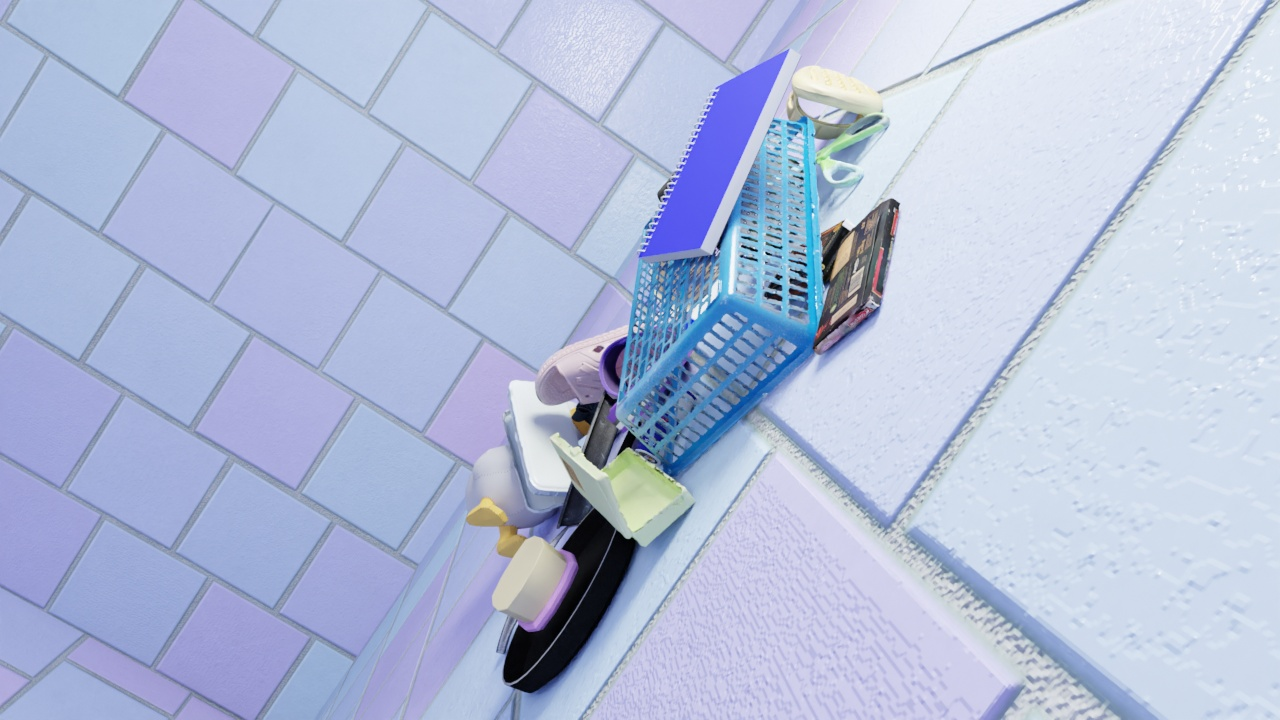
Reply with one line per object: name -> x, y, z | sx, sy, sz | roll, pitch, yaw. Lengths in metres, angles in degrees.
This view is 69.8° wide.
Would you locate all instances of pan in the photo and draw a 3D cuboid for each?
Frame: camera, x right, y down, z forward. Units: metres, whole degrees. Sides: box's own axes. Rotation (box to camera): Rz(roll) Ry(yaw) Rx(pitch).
pan -> -0.099, 0.207, 1.169 | 0.187, 0.055, 0.356 | 106, -177, -83
pan -> -0.051, 0.198, 1.008 | 0.226, 0.034, 0.355 | -47, 13, 48

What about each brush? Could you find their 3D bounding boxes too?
brush -> -0.127, 0.238, 1.007 | 0.089, 0.043, 0.229 | -59, 11, -15

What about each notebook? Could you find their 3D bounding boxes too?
notebook -> 0.073, -0.198, 0.929 | 0.209, 0.022, 0.172 | -66, 20, -6

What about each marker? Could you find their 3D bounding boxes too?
marker -> 0.096, -0.079, 1.247 | 0.133, 0.027, 0.023 | -56, 8, -12

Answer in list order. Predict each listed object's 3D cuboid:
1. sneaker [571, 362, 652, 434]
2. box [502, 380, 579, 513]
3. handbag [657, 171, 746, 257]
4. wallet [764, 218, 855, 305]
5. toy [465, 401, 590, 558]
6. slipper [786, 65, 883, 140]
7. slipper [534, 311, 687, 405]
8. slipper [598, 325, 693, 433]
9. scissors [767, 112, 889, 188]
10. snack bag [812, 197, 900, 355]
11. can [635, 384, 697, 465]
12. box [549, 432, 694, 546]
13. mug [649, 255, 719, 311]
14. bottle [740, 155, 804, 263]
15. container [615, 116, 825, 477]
sneaker -> -0.043, 0.026, 1.414 | 0.089, 0.087, 0.234 | -50, 11, 37
box -> -0.135, 0.110, 1.324 | 0.122, 0.083, 0.215 | -21, 46, -7
handbag -> 0.122, -0.235, 1.261 | 0.125, 0.153, 0.115 | -55, 4, -21
wallet -> 0.169, -0.095, 0.923 | 0.072, 0.019, 0.123 | -55, 8, -14
toy -> -0.177, 0.173, 1.427 | 0.247, 0.141, 0.266 | -17, 33, 33
slipper -> 0.237, -0.316, 1.147 | 0.260, 0.111, 0.079 | -66, -9, -66
slipper -> -0.037, 0.009, 1.278 | 0.239, 0.094, 0.064 | -25, 51, 7
slipper -> -0.007, 0.007, 1.142 | 0.107, 0.084, 0.266 | -47, 0, 14
scissors -> 0.204, -0.229, 1.046 | 0.172, 0.025, 0.159 | -27, 43, 30
snack bag -> 0.183, -0.074, 0.777 | 0.075, 0.018, 0.154 | -47, 13, 45
can -> 0.030, 0.071, 1.035 | 0.095, 0.032, 0.032 | -59, 9, -19
box -> -0.017, 0.113, 0.901 | 0.083, 0.091, 0.188 | -25, 16, -14
mug -> 0.077, -0.125, 1.325 | 0.120, 0.096, 0.099 | -15, 10, 11
bottle -> 0.159, -0.181, 1.124 | 0.072, 0.071, 0.206 | -50, 11, 37
container -> 0.073, -0.090, 0.964 | 0.258, 0.089, 0.361 | -48, 24, 41
